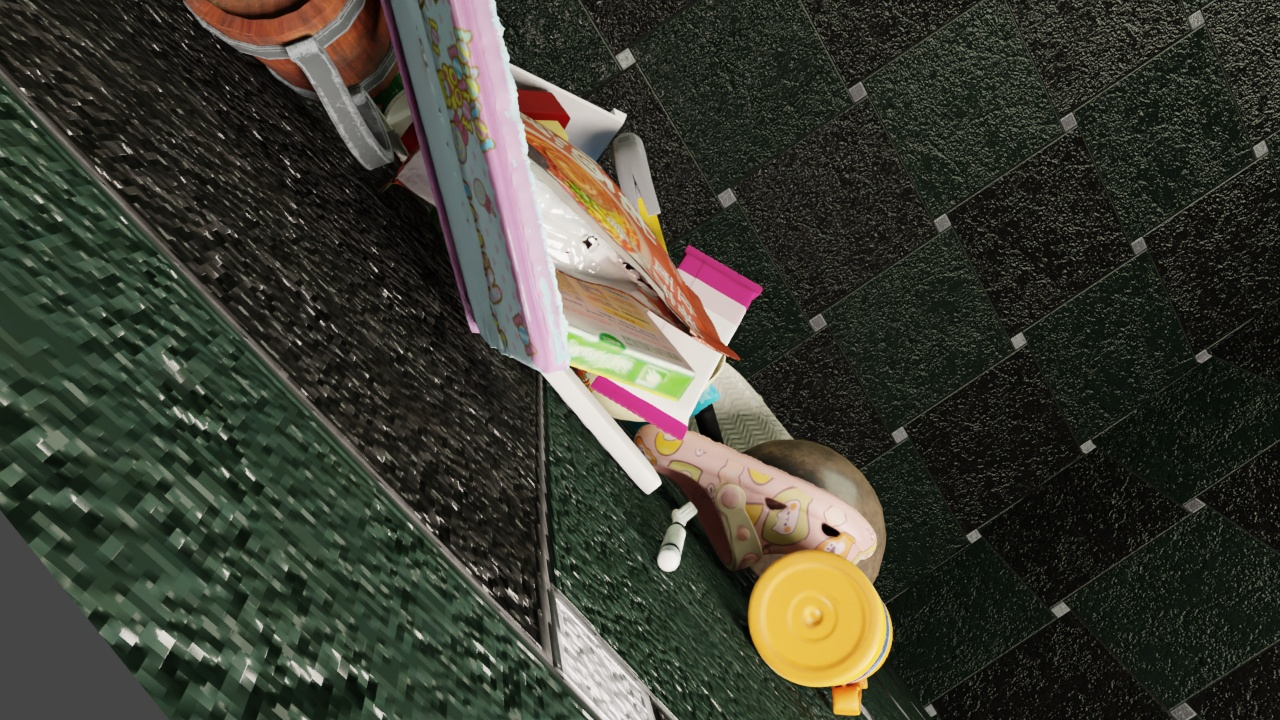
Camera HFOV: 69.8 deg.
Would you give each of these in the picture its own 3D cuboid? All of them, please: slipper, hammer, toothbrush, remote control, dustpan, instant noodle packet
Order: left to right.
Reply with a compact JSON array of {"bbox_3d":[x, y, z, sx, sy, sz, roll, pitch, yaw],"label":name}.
[{"bbox_3d":[-0.133,-0.239,0.886,0.191,0.053,0.258,23,-17,-14],"label":"dustpan"},{"bbox_3d":[-0.038,-0.081,0.575,0.221,0.084,0.164,37,11,-16],"label":"instant noodle packet"},{"bbox_3d":[-0.033,0.030,0.573,0.136,0.013,0.043,51,2,-14],"label":"remote control"},{"bbox_3d":[0.031,-0.040,0.819,0.127,0.029,0.324,-93,166,-72],"label":"hammer"},{"bbox_3d":[0.022,0.097,0.524,0.012,0.017,0.187,48,2,5],"label":"toothbrush"},{"bbox_3d":[0.085,0.078,0.921,0.272,0.114,0.054,41,-2,-17],"label":"slipper"},{"bbox_3d":[0.076,0.116,0.686,0.197,0.081,0.093,27,-12,-4],"label":"slipper"}]

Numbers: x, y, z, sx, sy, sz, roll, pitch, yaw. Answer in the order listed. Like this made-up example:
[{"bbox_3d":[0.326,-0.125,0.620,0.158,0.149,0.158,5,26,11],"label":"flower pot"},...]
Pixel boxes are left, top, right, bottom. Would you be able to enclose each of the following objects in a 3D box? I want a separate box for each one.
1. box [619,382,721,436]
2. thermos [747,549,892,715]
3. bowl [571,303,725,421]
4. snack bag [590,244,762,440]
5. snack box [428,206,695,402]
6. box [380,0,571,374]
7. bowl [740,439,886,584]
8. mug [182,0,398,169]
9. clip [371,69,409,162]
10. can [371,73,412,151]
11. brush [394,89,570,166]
[{"bbox_3d":[-0.036,-0.034,0.766,0.227,0.086,0.169,51,-33,-4],"label":"box"},{"bbox_3d":[0.126,0.186,0.618,0.076,0.091,0.232,21,-11,22],"label":"thermos"},{"bbox_3d":[-0.004,0.004,0.690,0.118,0.117,0.074,52,-41,29],"label":"bowl"},{"bbox_3d":[0.032,-0.019,0.659,0.070,0.016,0.196,29,41,3],"label":"snack bag"},{"bbox_3d":[-0.054,-0.044,0.582,0.131,0.027,0.168,20,21,-36],"label":"snack box"},{"bbox_3d":[-0.078,-0.108,0.389,0.151,0.040,0.214,-142,-143,-62],"label":"box"},{"bbox_3d":[0.148,0.139,0.816,0.162,0.070,0.162,36,-36,31],"label":"bowl"},{"bbox_3d":[-0.152,-0.154,0.435,0.111,0.081,0.117,110,-41,-88],"label":"mug"},{"bbox_3d":[-0.192,-0.218,0.603,0.126,0.105,0.152,49,-10,30],"label":"clip"},{"bbox_3d":[-0.195,-0.221,0.724,0.121,0.067,0.067,52,2,28],"label":"can"},{"bbox_3d":[-0.115,-0.170,0.723,0.042,0.082,0.173,54,27,4],"label":"brush"}]
